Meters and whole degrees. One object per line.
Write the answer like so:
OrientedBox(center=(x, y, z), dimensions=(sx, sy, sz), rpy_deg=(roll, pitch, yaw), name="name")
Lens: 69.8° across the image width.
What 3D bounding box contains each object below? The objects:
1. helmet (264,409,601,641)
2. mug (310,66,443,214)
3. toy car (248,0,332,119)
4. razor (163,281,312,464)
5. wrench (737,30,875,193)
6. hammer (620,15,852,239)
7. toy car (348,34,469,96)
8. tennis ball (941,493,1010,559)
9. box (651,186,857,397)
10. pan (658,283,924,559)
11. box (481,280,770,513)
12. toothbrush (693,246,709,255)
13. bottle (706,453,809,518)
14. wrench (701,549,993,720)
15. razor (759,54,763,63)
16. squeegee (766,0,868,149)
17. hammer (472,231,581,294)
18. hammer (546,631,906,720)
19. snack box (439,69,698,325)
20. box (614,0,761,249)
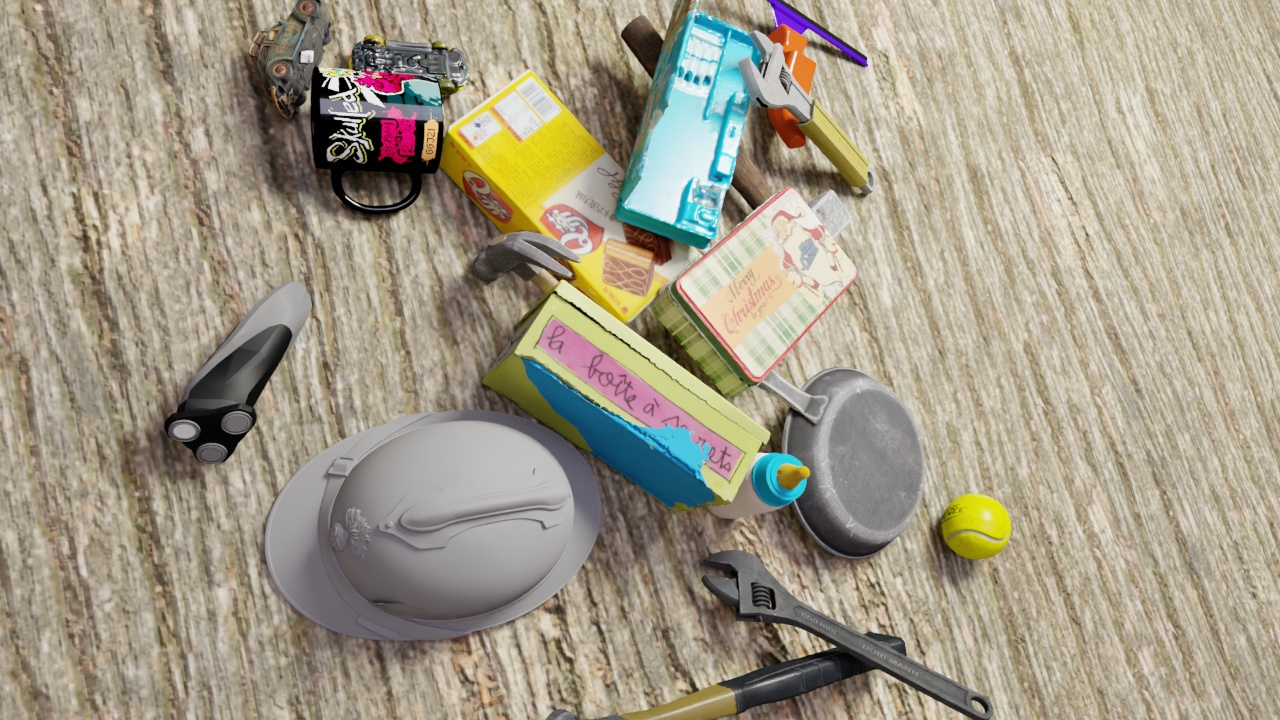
OrientedBox(center=(-0.142, 0.119, 0.703), dimensions=(0.270, 0.118, 0.183), rpy_deg=(-7, 78, -23), name="helmet")
OrientedBox(center=(-0.225, -0.184, 0.781), dimensions=(0.098, 0.082, 0.118), rpy_deg=(-2, 104, -24), name="mug")
OrientedBox(center=(-0.301, -0.262, 0.781), dimensions=(0.047, 0.047, 0.111), rpy_deg=(15, 73, 1), name="toy car")
OrientedBox(center=(-0.301, 0.002, 0.705), dimensions=(0.057, 0.060, 0.155), rpy_deg=(62, 32, -46), name="razor")
OrientedBox(center=(0.176, -0.237, 0.924), dimensions=(0.273, 0.018, 0.083), rpy_deg=(31, 59, -46), name="wrench")
OrientedBox(center=(0.057, -0.189, 0.901), dimensions=(0.217, 0.037, 0.300), rpy_deg=(-44, 102, -26), name="hammer")
OrientedBox(center=(-0.208, -0.264, 0.831), dimensions=(0.106, 0.030, 0.049), rpy_deg=(-2, 75, -21), name="toy car")
OrientedBox(center=(0.338, 0.168, 0.925), dimensions=(0.065, 0.066, 0.065), rpy_deg=(6, 73, -22), name="tennis ball")
OrientedBox(center=(0.110, -0.066, 0.828), dimensions=(0.117, 0.050, 0.204), rpy_deg=(50, 53, 0), name="box")
OrientedBox(center=(0.152, 0.045, 0.863), dimensions=(0.357, 0.055, 0.186), rpy_deg=(43, 59, -22), name="pan")
OrientedBox(center=(-0.014, 0.039, 0.780), dimensions=(0.221, 0.125, 0.080), rpy_deg=(33, 67, -10), name="box")
OrientedBox(center=(0.079, -0.086, 0.863), dimensions=(0.155, 0.015, 0.022), rpy_deg=(46, 28, -12), name="toothbrush")
OrientedBox(center=(0.104, 0.107, 0.796), dimensions=(0.051, 0.146, 0.051), rpy_deg=(6, 73, -22), name="bottle")
OrientedBox(center=(0.177, 0.242, 0.803), dimensions=(0.273, 0.018, 0.072), rpy_deg=(26, 37, 9), name="wrench")
OrientedBox(center=(0.084, -0.291, 0.970), dimensions=(0.143, 0.022, 0.042), rpy_deg=(-43, 103, -31), name="razor")
OrientedBox(center=(0.158, -0.302, 0.977), dimensions=(0.249, 0.055, 0.184), rpy_deg=(19, 57, -32), name="squeegee")
OrientedBox(center=(-0.005, 0.005, 0.816), dimensions=(0.331, 0.120, 0.030), rpy_deg=(43, 65, -17), name="hammer")
OrientedBox(center=(0.094, 0.279, 0.775), dimensions=(0.332, 0.118, 0.025), rpy_deg=(-5, 85, -30), name="hammer")
OrientedBox(center=(-0.067, -0.140, 0.839), dimensions=(0.230, 0.062, 0.109), rpy_deg=(47, 63, -5), name="snack box")
OrientedBox(center=(0.057, -0.230, 0.807), dimensions=(0.098, 0.122, 0.226), rpy_deg=(18, 70, -9), name="box")
